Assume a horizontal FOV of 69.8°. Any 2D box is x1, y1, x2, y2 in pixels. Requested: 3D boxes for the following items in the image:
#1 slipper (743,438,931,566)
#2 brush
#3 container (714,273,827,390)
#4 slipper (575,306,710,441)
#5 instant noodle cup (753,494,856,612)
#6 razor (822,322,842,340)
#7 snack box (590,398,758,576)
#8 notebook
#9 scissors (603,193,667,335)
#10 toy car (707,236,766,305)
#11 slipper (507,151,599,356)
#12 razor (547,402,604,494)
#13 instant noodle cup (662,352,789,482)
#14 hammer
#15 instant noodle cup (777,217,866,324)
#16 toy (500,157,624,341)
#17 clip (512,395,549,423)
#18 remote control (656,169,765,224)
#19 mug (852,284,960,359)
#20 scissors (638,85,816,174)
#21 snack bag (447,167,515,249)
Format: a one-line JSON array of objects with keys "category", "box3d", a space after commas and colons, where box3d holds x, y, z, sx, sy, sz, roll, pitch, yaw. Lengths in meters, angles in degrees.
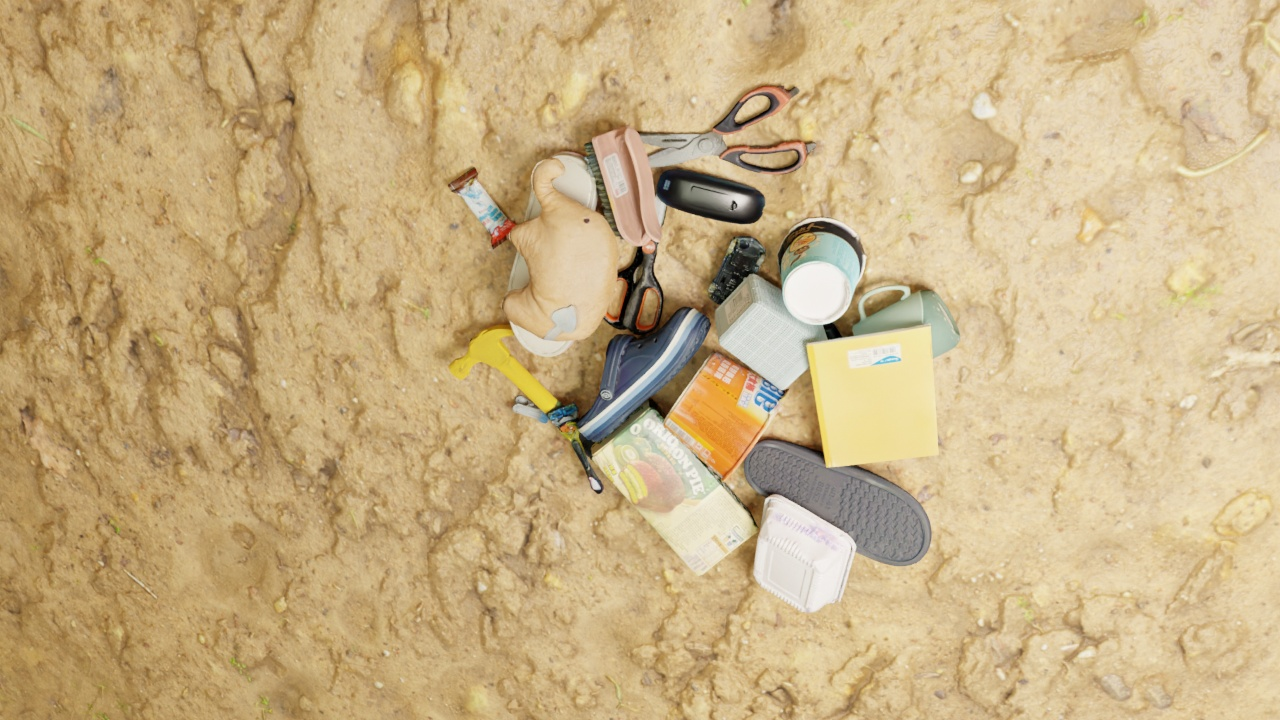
[{"category": "slipper", "box3d": [0.274, 0.177, 1.253, 0.268, 0.083, 0.111, 25, 114, 22]}, {"category": "brush", "box3d": [-0.015, -0.211, 1.127, 0.073, 0.063, 0.146, 2, 115, 45]}, {"category": "container", "box3d": [0.159, -0.039, 1.147, 0.111, 0.089, 0.090, 31, 119, -22]}, {"category": "slipper", "box3d": [-0.007, 0.007, 1.223, 0.095, 0.104, 0.253, 43, 120, -2]}, {"category": "instant noodle cup", "box3d": [0.214, 0.278, 1.267, 0.138, 0.060, 0.174, 28, 142, 25]}, {"category": "razor", "box3d": [0.264, 0.026, 1.194, 0.068, 0.062, 0.167, -11, 110, 52]}, {"category": "snack box", "box3d": [0.048, 0.179, 1.292, 0.114, 0.063, 0.240, -40, 101, 6]}, {"category": "notebook", "box3d": [0.290, 0.050, 1.135, 0.146, 0.010, 0.206, -9, 127, 12]}, {"category": "scissors", "box3d": [-0.007, -0.141, 1.193, 0.125, 0.021, 0.235, 2, 116, 13]}, {"category": "toy car", "box3d": [0.123, -0.114, 1.168, 0.049, 0.031, 0.106, 23, 125, -2]}, {"category": "slipper", "box3d": [-0.109, -0.136, 1.202, 0.114, 0.054, 0.275, 12, 111, 6]}, {"category": "razor", "box3d": [-0.085, 0.130, 1.298, 0.043, 0.022, 0.143, -21, 107, 7]}, {"category": "instant noodle cup", "box3d": [0.107, 0.067, 1.201, 0.111, 0.151, 0.152, 35, 118, 5]}, {"category": "hammer", "box3d": [-0.125, 0.067, 1.306, 0.129, 0.032, 0.300, -41, 104, 11]}, {"category": "instant noodle cup", "box3d": [0.215, -0.102, 1.101, 0.111, 0.120, 0.111, 5, 116, 11]}, {"category": "toy", "box3d": [-0.093, -0.133, 1.128, 0.143, 0.082, 0.226, 7, 106, -7]}, {"category": "clip", "box3d": [-0.158, 0.072, 1.339, 0.057, 0.028, 0.024, 23, 121, -8]}, {"category": "remote control", "box3d": [0.087, -0.201, 1.133, 0.136, 0.024, 0.053, 13, 114, 0]}, {"category": "mug", "box3d": [0.322, -0.044, 1.129, 0.107, 0.082, 0.111, -31, 88, 26]}, {"category": "scissors", "box3d": [0.099, -0.272, 1.109, 0.197, 0.015, 0.215, 37, 119, -5]}, {"category": "snack bag", "box3d": [-0.207, -0.201, 1.212, 0.048, 0.026, 0.104, -31, 105, 12]}]
